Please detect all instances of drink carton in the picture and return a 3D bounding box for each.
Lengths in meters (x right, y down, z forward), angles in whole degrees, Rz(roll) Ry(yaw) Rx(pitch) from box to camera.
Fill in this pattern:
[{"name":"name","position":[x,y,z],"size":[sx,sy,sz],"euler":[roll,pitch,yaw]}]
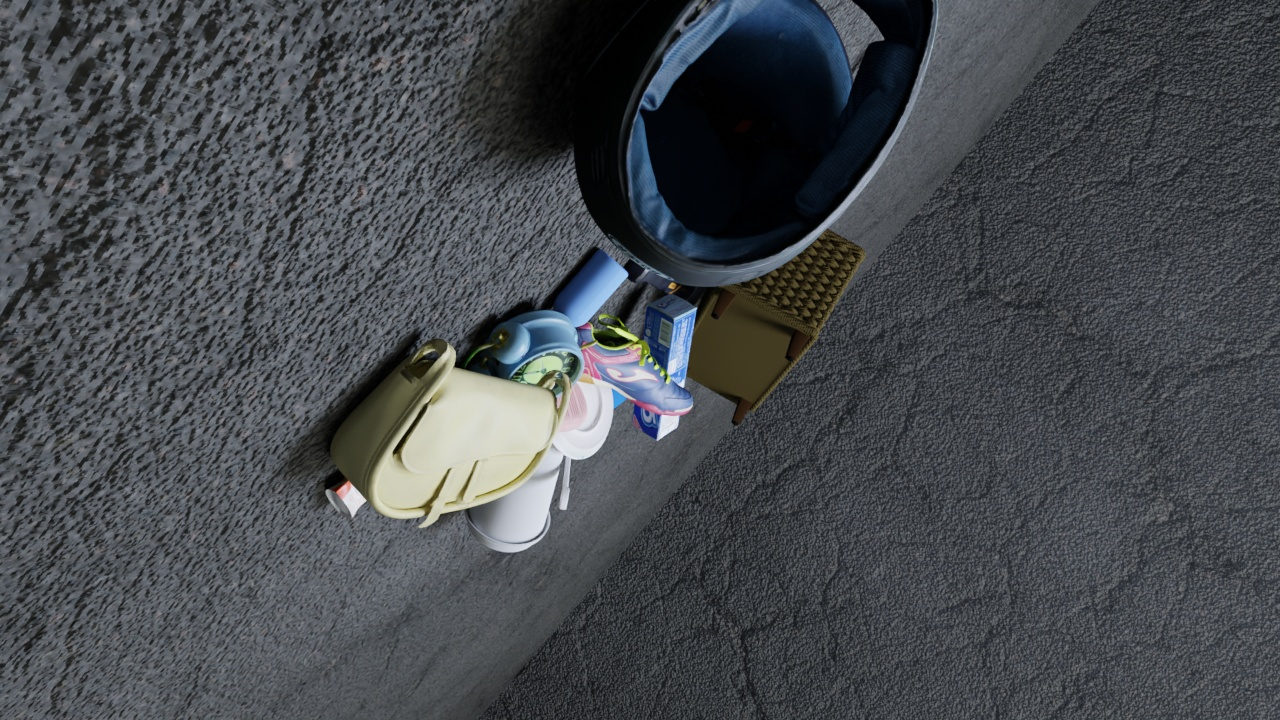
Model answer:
[{"name":"drink carton","position":[-0.290,0.117,1.023],"size":[0.122,0.039,0.069],"euler":[-46,168,-31]}]

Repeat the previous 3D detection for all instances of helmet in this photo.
[{"name":"helmet","position":[0.083,-0.219,0.784],"size":[0.317,0.249,0.235],"euler":[-53,-167,15]}]

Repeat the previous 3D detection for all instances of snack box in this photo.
[{"name":"snack box","position":[0.034,0.012,1.369],"size":[0.059,0.059,0.227],"euler":[-30,139,-40]}]

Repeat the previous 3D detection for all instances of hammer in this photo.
[{"name":"hammer","position":[0.037,-0.113,1.361],"size":[0.139,0.035,0.312],"euler":[-51,165,9]}]

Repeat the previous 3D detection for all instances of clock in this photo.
[{"name":"clock","position":[-0.136,-0.001,1.053],"size":[0.161,0.060,0.118],"euler":[-2,139,-38]}]

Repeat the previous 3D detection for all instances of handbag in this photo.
[{"name":"handbag","position":[-0.188,0.078,0.965],"size":[0.232,0.088,0.191],"euler":[15,113,-51]}]

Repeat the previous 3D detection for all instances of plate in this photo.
[{"name":"plate","position":[-0.084,0.059,1.277],"size":[0.014,0.157,0.156],"euler":[-6,-165,36]}]

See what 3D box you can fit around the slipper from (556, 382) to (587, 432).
[{"name":"slipper","position":[-0.153,0.063,1.160],"size":[0.082,0.093,0.196],"euler":[-28,168,36]}]

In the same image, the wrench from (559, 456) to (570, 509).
[{"name":"wrench","position":[-0.105,0.131,1.353],"size":[0.272,0.009,0.047],"euler":[-92,-166,-62]}]

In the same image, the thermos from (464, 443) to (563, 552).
[{"name":"thermos","position":[-0.172,0.163,1.333],"size":[0.131,0.131,0.222],"euler":[-30,150,-51]}]

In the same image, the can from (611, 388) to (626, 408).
[{"name":"can","position":[-0.061,0.039,1.385],"size":[0.145,0.079,0.079],"euler":[-35,162,-40]}]

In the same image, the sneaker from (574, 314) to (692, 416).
[{"name":"sneaker","position":[-0.008,0.007,1.246],"size":[0.241,0.116,0.091],"euler":[22,107,-36]}]

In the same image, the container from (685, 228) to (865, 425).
[{"name":"container","position":[0.172,-0.057,1.412],"size":[0.204,0.176,0.322],"euler":[-60,178,-28]}]

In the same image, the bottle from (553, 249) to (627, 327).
[{"name":"bottle","position":[-0.075,-0.071,1.106],"size":[0.131,0.048,0.048],"euler":[-48,166,3]}]
